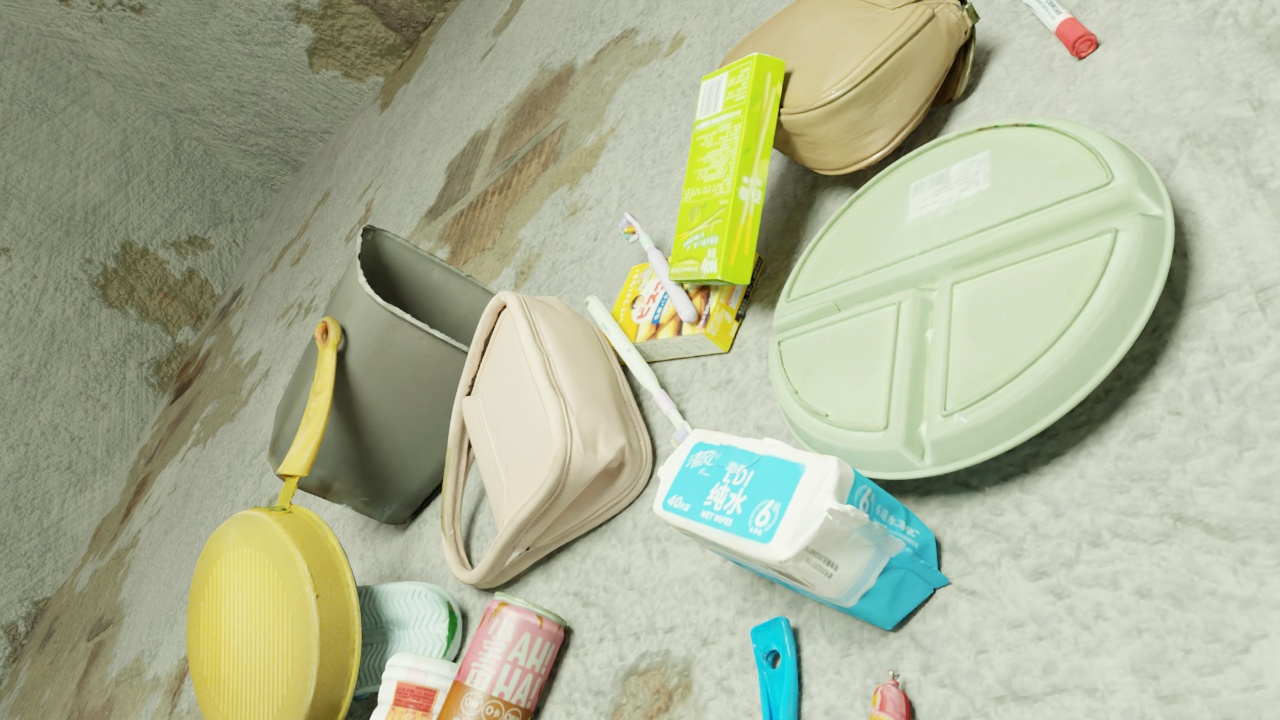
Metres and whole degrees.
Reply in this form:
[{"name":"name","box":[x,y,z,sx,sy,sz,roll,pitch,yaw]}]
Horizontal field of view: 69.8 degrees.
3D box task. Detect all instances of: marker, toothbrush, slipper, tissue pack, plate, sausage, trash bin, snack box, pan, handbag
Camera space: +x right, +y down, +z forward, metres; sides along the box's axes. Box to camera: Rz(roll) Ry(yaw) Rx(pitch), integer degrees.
[{"name":"marker","box":[0.268,-0.240,0.613,0.017,0.017,0.145,-37,33,26]},{"name":"toothbrush","box":[-0.004,0.004,0.699,0.189,0.020,0.029,56,139,44]},{"name":"slipper","box":[-0.246,0.240,0.780,0.246,0.074,0.104,-17,70,24]},{"name":"toothbrush","box":[0.013,-0.076,0.741,0.021,0.029,0.189,-15,32,-8]},{"name":"tissue pack","box":[0.078,0.082,0.475,0.140,0.090,0.063,7,66,58]},{"name":"plate","box":[0.159,-0.042,0.496,0.231,0.027,0.229,-33,36,28]},{"name":"sausage","box":[0.103,0.206,0.382,0.020,0.020,0.155,-25,40,40]},{"name":"trash bin","box":[-0.241,0.022,0.912,0.220,0.198,0.199,-54,28,14]},{"name":"snack box","box":[0.060,-0.132,0.656,0.086,0.026,0.156,-170,89,-67]},{"name":"snack box","box":[0.029,-0.044,0.736,0.141,0.033,0.086,-9,52,54]},{"name":"pan","box":[-0.285,0.136,0.749,0.198,0.078,0.357,-6,82,37]},{"name":"handbag","box":[-0.103,0.082,0.734,0.235,0.093,0.193,-53,41,26]},{"name":"handbag","box":[0.149,-0.213,0.681,0.148,0.100,0.204,-41,31,7]}]

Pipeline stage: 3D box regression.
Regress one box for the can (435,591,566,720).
[{"name":"can","box":[-0.102,0.233,0.607,0.058,0.058,0.147,-8,53,52]}]

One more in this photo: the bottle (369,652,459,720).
[{"name":"bottle","box":[-0.170,0.306,0.626,0.068,0.068,0.196,-19,49,46]}]

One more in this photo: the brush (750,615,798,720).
[{"name":"brush","box":[0.059,0.232,0.406,0.083,0.046,0.254,-36,30,36]}]
